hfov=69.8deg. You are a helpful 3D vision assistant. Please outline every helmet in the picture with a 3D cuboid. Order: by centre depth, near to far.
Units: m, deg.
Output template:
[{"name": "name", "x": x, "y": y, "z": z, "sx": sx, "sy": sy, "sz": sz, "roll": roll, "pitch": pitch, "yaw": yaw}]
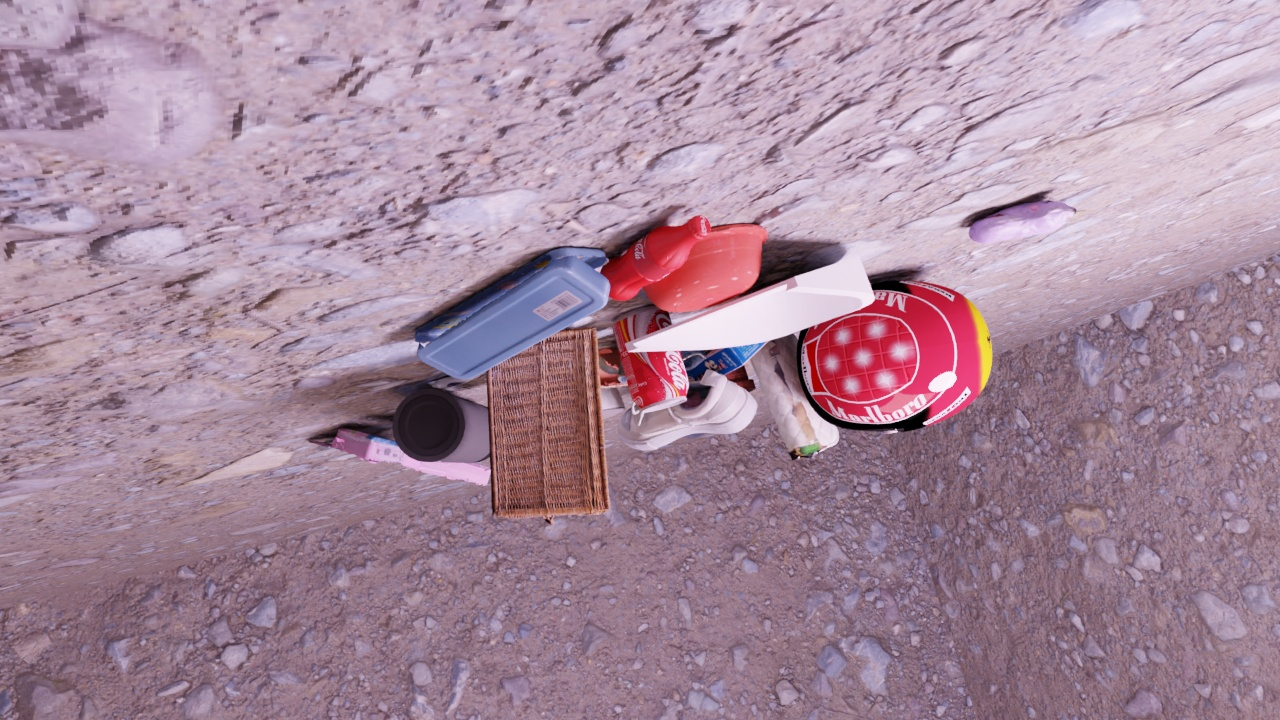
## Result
[{"name": "helmet", "x": 0.316, "y": -0.002, "z": 1.207, "sx": 0.272, "sy": 0.197, "sz": 0.224, "roll": -12, "pitch": 175, "yaw": 32}]

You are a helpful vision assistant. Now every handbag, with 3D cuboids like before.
[{"name": "handbag", "x": 0.228, "y": 0.048, "z": 1.372, "sx": 0.073, "sy": 0.195, "sz": 0.138, "roll": -25, "pitch": 172, "yaw": 20}]

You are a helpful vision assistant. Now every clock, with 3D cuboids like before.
[{"name": "clock", "x": 0.101, "y": 0.027, "z": 1.402, "sx": 0.157, "sy": 0.072, "sz": 0.121, "roll": -8, "pitch": 168, "yaw": -43}]

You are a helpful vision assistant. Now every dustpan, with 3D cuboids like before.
[{"name": "dustpan", "x": 0.136, "y": -0.045, "z": 0.946, "sx": 0.192, "sy": 0.053, "sz": 0.257, "roll": -21, "pitch": 180, "yaw": 35}]

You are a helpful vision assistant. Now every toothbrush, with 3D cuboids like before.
[{"name": "toothbrush", "x": -0.149, "y": 0.008, "z": 1.048, "sx": 0.189, "sy": 0.017, "sz": 0.016, "roll": -15, "pitch": 172, "yaw": 1}]

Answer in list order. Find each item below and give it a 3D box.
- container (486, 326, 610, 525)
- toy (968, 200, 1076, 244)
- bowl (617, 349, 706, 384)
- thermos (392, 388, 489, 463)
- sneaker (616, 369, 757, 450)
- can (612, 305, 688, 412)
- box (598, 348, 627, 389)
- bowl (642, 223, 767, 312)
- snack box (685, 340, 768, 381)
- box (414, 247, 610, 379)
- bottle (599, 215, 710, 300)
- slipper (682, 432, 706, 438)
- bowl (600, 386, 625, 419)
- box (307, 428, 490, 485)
[{"name": "container", "x": -0.098, "y": 0.067, "z": 0.937, "sx": 0.112, "sy": 0.198, "sz": 0.114, "roll": -2, "pitch": 172, "yaw": -9}, {"name": "toy", "x": 0.405, "y": -0.148, "z": 0.985, "sx": 0.100, "sy": 0.036, "sz": 0.080, "roll": -11, "pitch": -179, "yaw": 4}, {"name": "bowl", "x": 0.021, "y": -0.011, "z": 1.098, "sx": 0.110, "sy": 0.055, "sz": 0.110, "roll": -15, "pitch": 171, "yaw": -2}, {"name": "thermos", "x": -0.233, "y": 0.086, "z": 1.141, "sx": 0.082, "sy": 0.082, "sz": 0.240, "roll": -15, "pitch": 173, "yaw": 0}, {"name": "sneaker", "x": 0.040, "y": 0.058, "z": 1.232, "sx": 0.243, "sy": 0.091, "sz": 0.089, "roll": -15, "pitch": -141, "yaw": 48}, {"name": "can", "x": 0.012, "y": -0.001, "z": 0.989, "sx": 0.064, "sy": 0.104, "sz": 0.064, "roll": -15, "pitch": 171, "yaw": -3}, {"name": "box", "x": -0.004, "y": 0.003, "z": 1.193, "sx": 0.064, "sy": 0.056, "sz": 0.187, "roll": -16, "pitch": 175, "yaw": 34}, {"name": "bowl", "x": 0.056, "y": -0.075, "z": 0.812, "sx": 0.130, "sy": 0.045, "sz": 0.130, "roll": -15, "pitch": 171, "yaw": -3}, {"name": "snack box", "x": 0.117, "y": -0.012, "z": 1.222, "sx": 0.087, "sy": 0.033, "sz": 0.154, "roll": -41, "pitch": -177, "yaw": -27}, {"name": "box", "x": -0.113, "y": -0.049, "z": 0.777, "sx": 0.068, "sy": 0.058, "sz": 0.211, "roll": 30, "pitch": 140, "yaw": -35}, {"name": "bottle", "x": 0.012, "y": -0.083, "z": 0.723, "sx": 0.036, "sy": 0.036, "sz": 0.119, "roll": -8, "pitch": 168, "yaw": -39}, {"name": "slipper", "x": 0.121, "y": 0.063, "z": 1.550, "sx": 0.083, "sy": 0.110, "sz": 0.267, "roll": -24, "pitch": 171, "yaw": 29}, {"name": "bowl", "x": -0.083, "y": 0.055, "z": 1.295, "sx": 0.113, "sy": 0.063, "sz": 0.113, "roll": -15, "pitch": 170, "yaw": -3}, {"name": "box", "x": -0.337, "y": 0.130, "z": 1.270, "sx": 0.159, "sy": 0.035, "sz": 0.230, "roll": 8, "pitch": 169, "yaw": 35}]
